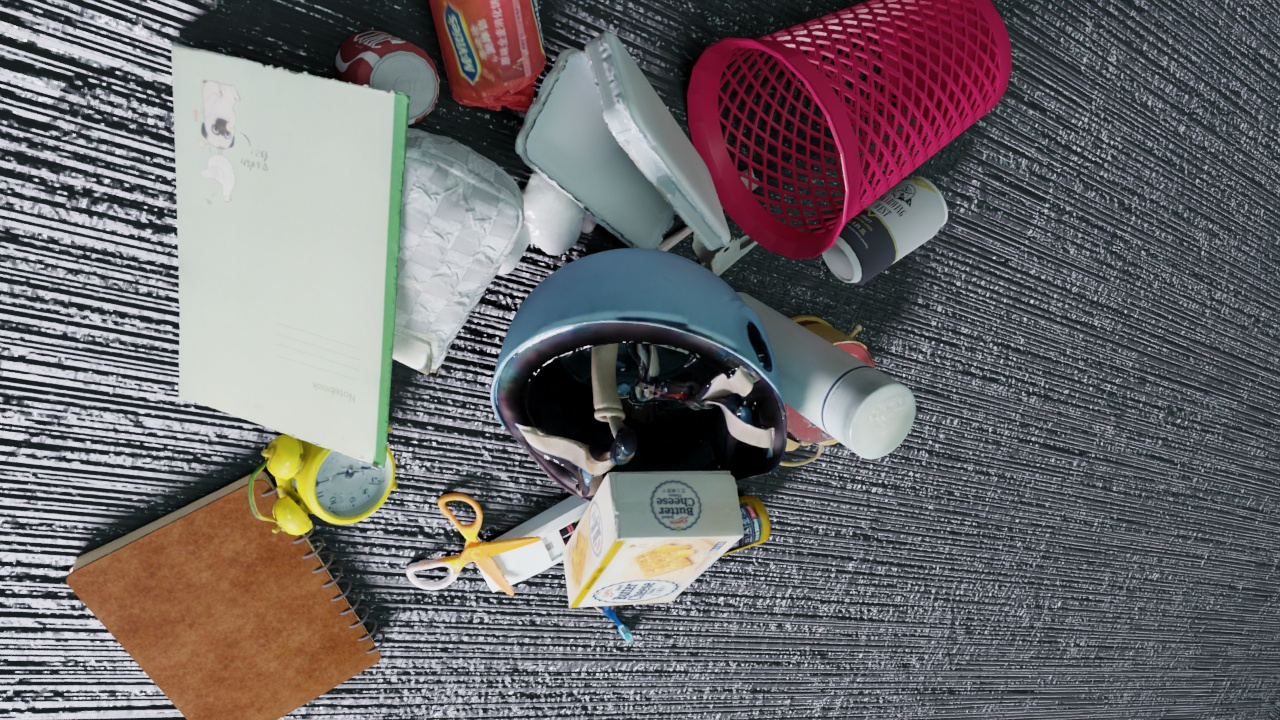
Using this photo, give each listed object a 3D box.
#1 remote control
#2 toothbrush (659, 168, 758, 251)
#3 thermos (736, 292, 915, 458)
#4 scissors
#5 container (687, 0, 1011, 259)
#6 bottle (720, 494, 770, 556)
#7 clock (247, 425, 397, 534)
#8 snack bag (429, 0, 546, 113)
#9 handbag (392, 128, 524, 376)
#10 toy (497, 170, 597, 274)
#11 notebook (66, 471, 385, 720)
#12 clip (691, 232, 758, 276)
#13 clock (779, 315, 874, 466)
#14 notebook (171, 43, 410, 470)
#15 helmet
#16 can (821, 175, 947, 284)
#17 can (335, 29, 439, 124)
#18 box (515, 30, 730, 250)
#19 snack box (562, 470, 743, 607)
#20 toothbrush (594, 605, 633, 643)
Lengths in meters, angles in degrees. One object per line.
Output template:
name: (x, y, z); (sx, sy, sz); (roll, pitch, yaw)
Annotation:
remote control: (-0.086, 0.172, 0.881); (0.143, 0.024, 0.050); (-28, 123, -14)
toothbrush: (0.033, -0.114, 0.817); (0.181, 0.016, 0.018); (-37, 118, -9)
thermos: (0.138, 0.006, 0.799); (0.067, 0.230, 0.068); (-12, 118, -24)
scissors: (-0.157, 0.178, 0.842); (0.129, 0.011, 0.125); (-34, 113, -1)
container: (0.184, -0.218, 0.765); (0.225, 0.183, 0.183); (-32, 124, -22)
bottle: (0.043, 0.187, 0.940); (0.185, 0.053, 0.053); (-13, 118, -23)
clock: (-0.250, 0.090, 0.720); (0.118, 0.057, 0.083); (-15, 113, -41)
snack bag: (-0.111, -0.262, 0.633); (0.082, 0.082, 0.177); (-20, 121, -20)
handbag: (-0.156, -0.085, 0.653); (0.112, 0.123, 0.172); (26, 123, -21)
toy: (-0.074, -0.120, 0.742); (0.125, 0.037, 0.076); (-23, 118, -25)
notebook: (-0.331, 0.211, 0.766); (0.167, 0.024, 0.226); (-27, 123, -14)
clip: (0.073, -0.097, 0.840); (0.101, 0.038, 0.054); (-41, 138, -7)
clock: (0.175, 0.039, 0.926); (0.117, 0.081, 0.159); (-5, 115, -27)
notebook: (-0.239, -0.066, 0.614); (0.010, 0.182, 0.253); (-38, 141, -63)
helmet: (-0.004, 0.004, 0.744); (0.226, 0.166, 0.265); (-16, 146, 17)
can: (0.241, -0.130, 0.893); (0.127, 0.064, 0.064); (-33, 124, -11)
can: (-0.171, -0.191, 0.618); (0.054, 0.096, 0.054); (-12, 118, -24)
box: (-0.017, -0.151, 0.718); (0.110, 0.107, 0.216); (-19, 152, 18)
snack box: (0.002, 0.159, 0.792); (0.104, 0.057, 0.208); (1, 151, -16)
toothbrush: (-0.038, 0.253, 0.951); (0.021, 0.017, 0.135); (-37, 125, -11)
